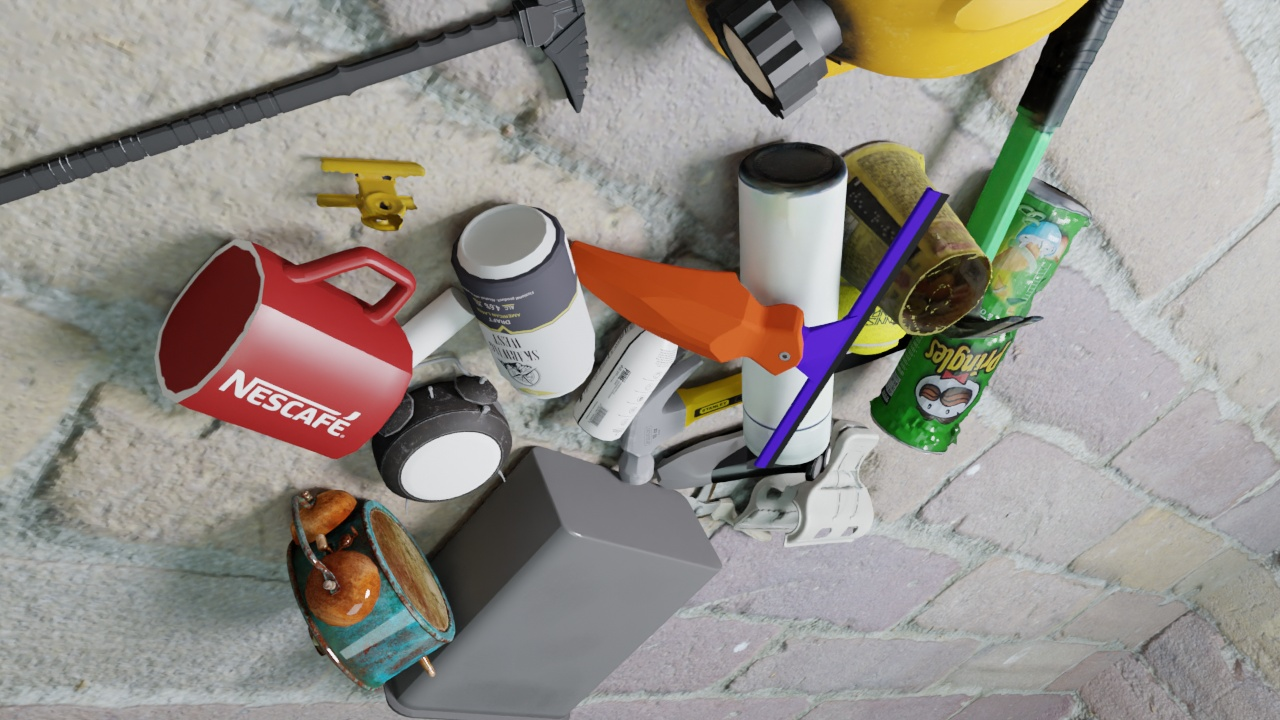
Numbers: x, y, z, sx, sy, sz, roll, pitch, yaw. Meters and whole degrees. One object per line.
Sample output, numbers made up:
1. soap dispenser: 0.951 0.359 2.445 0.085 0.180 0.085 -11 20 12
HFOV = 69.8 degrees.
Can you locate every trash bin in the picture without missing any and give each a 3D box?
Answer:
1. trash bin: -0.076 0.194 0.754 0.191 0.097 0.220 24 116 -42

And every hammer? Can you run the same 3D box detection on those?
1. hammer: 0.131 0.006 0.743 0.323 0.029 0.127 -18 140 -17
2. hammer: 0.260 -0.155 0.600 0.032 0.130 0.319 1 124 -24
3. hammer: -0.177 -0.112 0.428 0.324 0.015 0.095 -21 141 -10

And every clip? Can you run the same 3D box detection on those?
1. clip: 0.177 0.130 0.863 0.126 0.110 0.151 8 136 -48
2. clip: -0.134 -0.086 0.464 0.054 0.048 0.046 -2 93 -30

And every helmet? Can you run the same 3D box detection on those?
1. helmet: 0.156 -0.215 0.433 0.255 0.131 0.205 -36 141 6

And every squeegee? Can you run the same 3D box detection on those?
1. squeegee: 0.041 -0.030 0.565 0.185 0.055 0.250 22 134 -1

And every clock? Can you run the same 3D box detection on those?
1. clock: -0.196 0.152 0.623 0.073 0.121 0.158 -31 135 -5
2. clock: -0.132 0.055 0.614 0.091 0.043 0.123 -17 140 -16

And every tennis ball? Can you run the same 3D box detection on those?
1. tennis ball: 0.169 -0.037 0.687 0.065 0.065 0.065 -18 140 -16

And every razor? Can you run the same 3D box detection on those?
1. razor: 0.089 0.082 0.781 0.156 0.060 0.057 -5 127 0

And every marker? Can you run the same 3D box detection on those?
1. marker: -0.156 0.006 0.560 0.133 0.023 0.027 -38 122 10

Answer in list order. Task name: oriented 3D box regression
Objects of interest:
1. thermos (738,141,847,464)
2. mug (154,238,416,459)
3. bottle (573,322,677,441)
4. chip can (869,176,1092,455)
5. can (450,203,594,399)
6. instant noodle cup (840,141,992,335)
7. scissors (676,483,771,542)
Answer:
1. thermos: 0.101 -0.030 0.624 0.067 0.068 0.230 -19 132 -14
2. mug: -0.176 -0.015 0.484 0.116 0.080 0.096 -46 140 9
3. bottle: -0.004 0.004 0.642 0.041 0.041 0.116 8 128 -38
4. chip can: 0.262 -0.034 0.718 0.075 0.075 0.224 4 122 -35
5. can: -0.065 -0.029 0.548 0.064 0.064 0.127 -24 141 -8
6. instant noodle cup: 0.174 -0.077 0.611 0.102 0.108 0.102 -16 138 -15
7. scissors: 0.066 0.159 0.878 0.179 0.015 0.200 2 131 -32
